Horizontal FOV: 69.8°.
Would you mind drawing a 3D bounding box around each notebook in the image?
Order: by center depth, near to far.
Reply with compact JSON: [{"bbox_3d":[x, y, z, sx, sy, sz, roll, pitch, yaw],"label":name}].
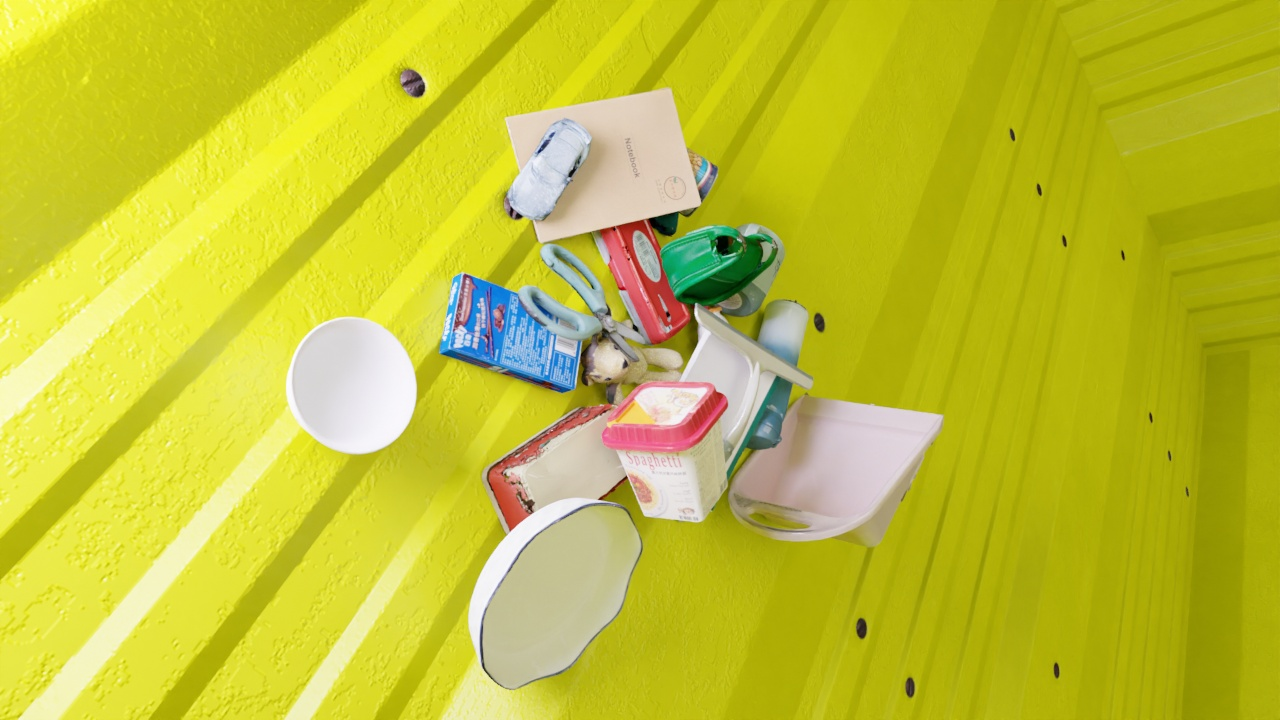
[{"bbox_3d":[-0.040,-0.230,1.068,0.207,0.008,0.148,-16,93,-19],"label":"notebook"},{"bbox_3d":[0.091,0.071,1.146,0.150,0.012,0.209,34,81,-38],"label":"notebook"}]

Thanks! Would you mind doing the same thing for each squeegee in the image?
[{"bbox_3d":[0.107,0.091,1.131,0.246,0.039,0.246,29,84,-40],"label":"squeegee"}]

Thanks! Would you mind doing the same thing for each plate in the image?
[{"bbox_3d":[-0.085,0.222,0.902,0.204,0.045,0.205,-27,131,-36],"label":"plate"}]

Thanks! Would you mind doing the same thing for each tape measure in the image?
[{"bbox_3d":[0.029,-0.196,1.187,0.054,0.025,0.058,25,63,-41],"label":"tape measure"}]

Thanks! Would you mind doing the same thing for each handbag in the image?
[{"bbox_3d":[0.096,-0.119,1.121,0.131,0.120,0.068,2,68,-56],"label":"handbag"}]

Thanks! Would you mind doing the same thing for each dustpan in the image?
[{"bbox_3d":[0.243,0.132,1.196,0.139,0.223,0.272,47,58,-44],"label":"dustpan"}]

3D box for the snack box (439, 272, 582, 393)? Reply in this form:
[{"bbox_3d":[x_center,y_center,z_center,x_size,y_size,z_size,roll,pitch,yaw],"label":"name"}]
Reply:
[{"bbox_3d":[-0.133,-0.027,0.971,0.157,0.026,0.084,20,67,-35],"label":"snack box"}]

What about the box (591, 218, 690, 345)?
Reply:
[{"bbox_3d":[-0.004,-0.120,1.131,0.086,0.049,0.201,-40,110,-46],"label":"box"}]

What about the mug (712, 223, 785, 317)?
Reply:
[{"bbox_3d":[0.140,-0.127,1.231,0.112,0.082,0.106,90,25,-54],"label":"mug"}]

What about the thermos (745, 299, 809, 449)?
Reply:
[{"bbox_3d":[0.180,0.019,1.269,0.070,0.070,0.220,40,55,-33],"label":"thermos"}]

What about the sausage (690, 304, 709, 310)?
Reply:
[{"bbox_3d":[0.089,-0.057,1.224,0.156,0.020,0.020,52,49,-24],"label":"sausage"}]

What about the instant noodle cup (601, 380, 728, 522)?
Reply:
[{"bbox_3d":[0.036,0.099,0.983,0.116,0.116,0.124,-44,126,-49],"label":"instant noodle cup"}]

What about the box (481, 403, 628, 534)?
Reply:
[{"bbox_3d":[-0.075,0.113,0.971,0.167,0.079,0.091,-34,106,-45],"label":"box"}]

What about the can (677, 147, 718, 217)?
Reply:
[{"bbox_3d":[0.033,-0.236,1.139,0.111,0.075,0.075,30,59,-15],"label":"can"}]

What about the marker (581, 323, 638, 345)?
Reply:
[{"bbox_3d":[-0.046,-0.030,1.079,0.123,0.015,0.018,-11,93,-46],"label":"marker"}]

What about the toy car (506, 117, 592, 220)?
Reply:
[{"bbox_3d":[-0.100,-0.213,1.023,0.054,0.037,0.120,34,80,-15],"label":"toy car"}]

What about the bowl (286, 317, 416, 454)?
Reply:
[{"bbox_3d":[-0.264,0.026,0.804,0.118,0.065,0.118,13,72,-45],"label":"bowl"}]

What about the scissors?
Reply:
[{"bbox_3d":[-0.070,-0.054,1.000,0.174,0.019,0.177,51,31,5],"label":"scissors"}]

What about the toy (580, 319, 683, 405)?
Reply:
[{"bbox_3d":[-0.006,0.006,1.076,0.157,0.066,0.105,9,92,-48],"label":"toy"}]

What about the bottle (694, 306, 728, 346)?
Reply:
[{"bbox_3d":[0.102,-0.014,1.195,0.063,0.063,0.108,-21,97,-46],"label":"bottle"}]
